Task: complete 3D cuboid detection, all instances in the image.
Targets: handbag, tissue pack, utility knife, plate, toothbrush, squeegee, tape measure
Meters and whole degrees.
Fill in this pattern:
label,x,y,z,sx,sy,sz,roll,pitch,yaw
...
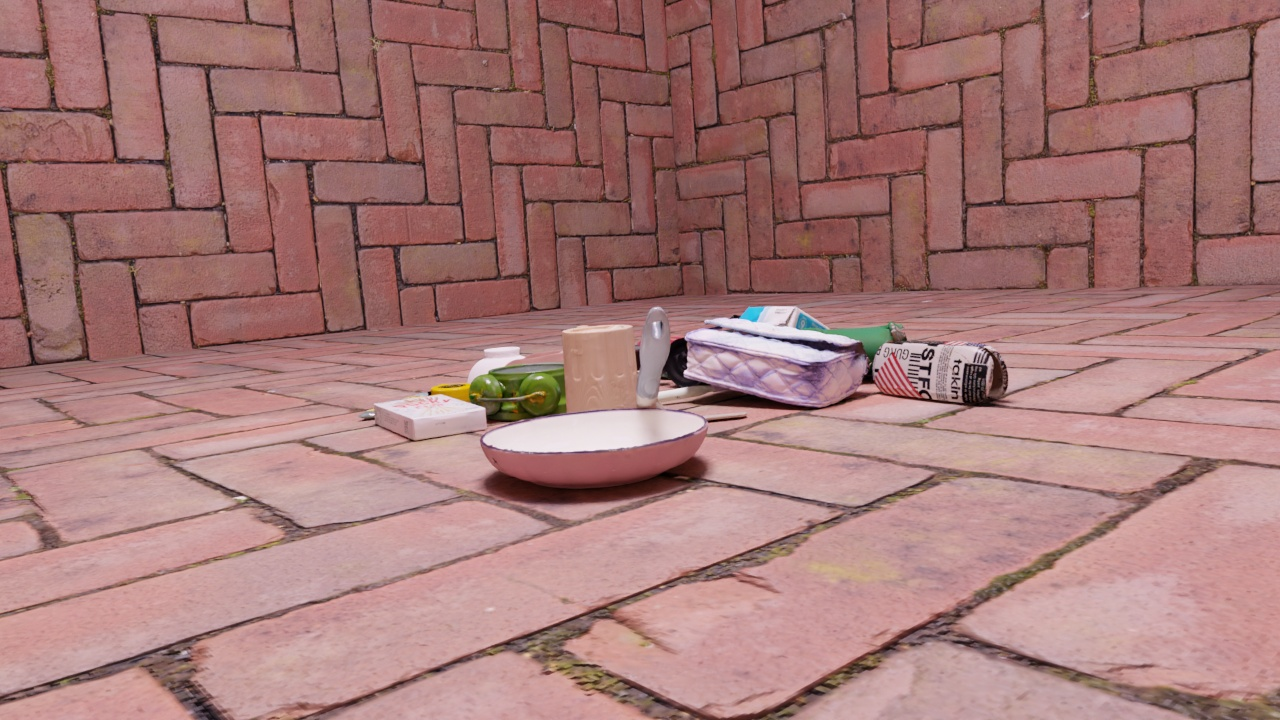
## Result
label,x,y,z,sx,sy,sz,roll,pitch,yaw
handbag,0.156,-0.004,1.085,0.194,0.075,0.134,13,16,34
tissue pack,0.207,-0.028,1.285,0.140,0.063,0.090,27,-16,-39
utility knife,-0.320,0.060,1.218,0.031,0.019,0.177,3,3,11
plate,-0.038,0.075,0.776,0.192,0.039,0.192,-4,6,0
handbag,0.271,-0.018,1.183,0.131,0.068,0.120,-2,-9,-1
toothbrush,0.056,0.042,1.110,0.189,0.020,0.029,-7,1,-17
squeegee,0.006,0.027,0.867,0.246,0.039,0.247,-4,-27,-8
tape measure,-0.244,0.047,1.195,0.060,0.029,0.057,-2,6,14

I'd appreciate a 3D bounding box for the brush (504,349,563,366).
label,x,y,z,sx,sy,sz,roll,pitch,yaw
brush,-0.103,0.013,1.197,0.146,0.063,0.073,-4,-22,18

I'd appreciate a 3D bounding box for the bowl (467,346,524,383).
label,x,y,z,sx,sy,sz,roll,pitch,yaw
bowl,-0.192,0.015,1.284,0.118,0.065,0.118,-4,7,0

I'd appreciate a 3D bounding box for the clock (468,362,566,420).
label,x,y,z,sx,sy,sz,roll,pitch,yaw
clock,-0.136,0.038,1.090,0.116,0.056,0.161,-3,6,17

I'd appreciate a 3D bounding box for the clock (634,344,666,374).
label,x,y,z,sx,sy,sz,roll,pitch,yaw
clock,-0.008,0.007,1.277,0.121,0.055,0.082,-10,8,-27

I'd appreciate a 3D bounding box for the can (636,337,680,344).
label,x,y,z,sx,sy,sz,roll,pitch,yaw
can,0.053,-0.009,1.397,0.053,0.053,0.133,-10,9,-41

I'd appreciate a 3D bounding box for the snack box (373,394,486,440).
label,x,y,z,sx,sy,sz,roll,pitch,yaw
snack box,-0.245,0.064,1.058,0.084,0.027,0.157,-8,8,-31

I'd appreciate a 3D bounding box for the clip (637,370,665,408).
label,x,y,z,sx,sy,sz,roll,pitch,yaw
clip,0.000,0.028,1.059,0.034,0.060,0.097,-12,10,-24

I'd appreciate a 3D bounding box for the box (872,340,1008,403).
label,x,y,z,sx,sy,sz,roll,pitch,yaw
box,0.339,0.008,1.026,0.077,0.075,0.164,-1,2,-30

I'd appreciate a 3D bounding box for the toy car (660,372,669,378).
label,x,y,z,sx,sy,sz,roll,pitch,yaw
toy car,0.031,0.003,1.350,0.036,0.043,0.091,10,3,-43

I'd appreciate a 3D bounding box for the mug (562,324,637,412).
label,x,y,z,sx,sy,sz,roll,pitch,yaw
mug,-0.049,0.014,1.037,0.084,0.103,0.125,-6,7,-15

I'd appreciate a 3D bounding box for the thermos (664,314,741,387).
label,x,y,z,sx,sy,sz,roll,pitch,yaw
thermos,0.119,-0.019,1.321,0.069,0.090,0.241,-50,-20,28
